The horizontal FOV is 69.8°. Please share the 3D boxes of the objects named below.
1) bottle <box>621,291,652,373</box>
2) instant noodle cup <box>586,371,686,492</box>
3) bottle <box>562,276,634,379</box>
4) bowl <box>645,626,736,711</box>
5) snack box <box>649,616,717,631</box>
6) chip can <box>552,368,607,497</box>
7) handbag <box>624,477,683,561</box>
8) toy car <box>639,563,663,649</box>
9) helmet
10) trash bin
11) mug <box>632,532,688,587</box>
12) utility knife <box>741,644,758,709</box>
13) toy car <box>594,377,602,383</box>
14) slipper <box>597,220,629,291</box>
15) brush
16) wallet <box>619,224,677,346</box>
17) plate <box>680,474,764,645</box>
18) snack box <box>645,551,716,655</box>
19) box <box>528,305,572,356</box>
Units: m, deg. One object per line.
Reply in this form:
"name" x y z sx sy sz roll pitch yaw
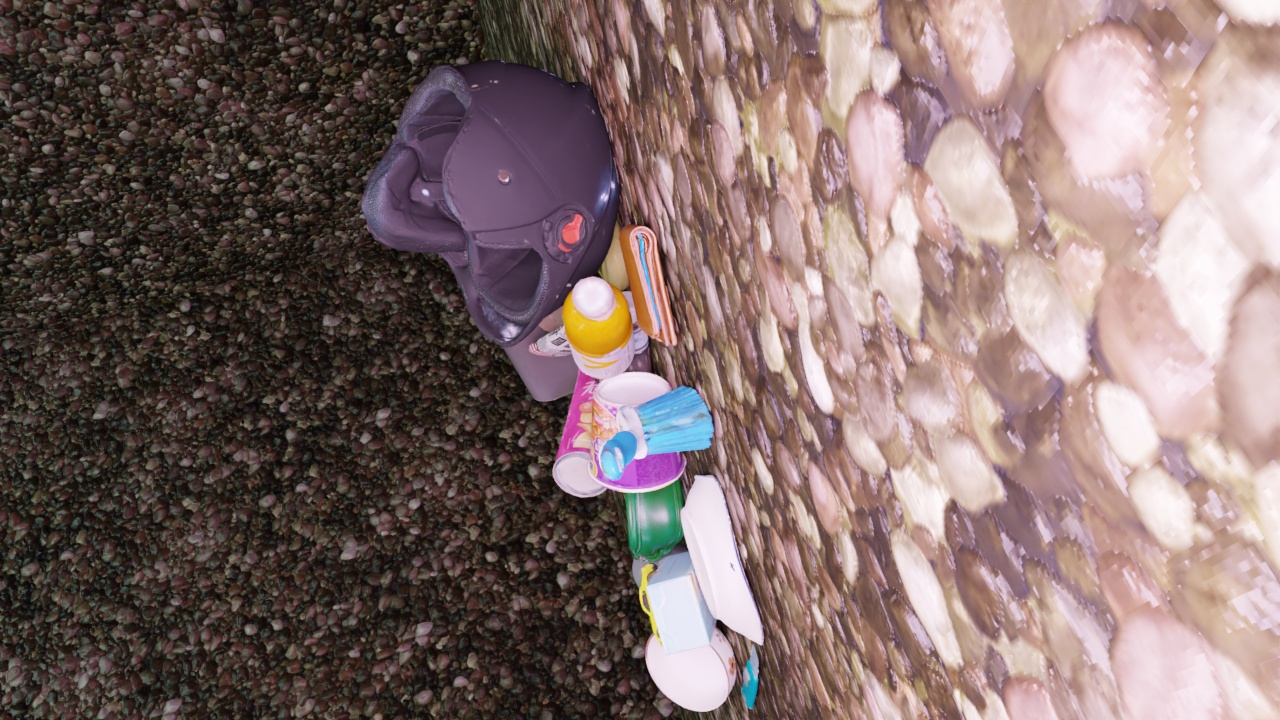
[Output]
"bottle" -0.006 0.006 1.069 0.079 0.044 0.195 -101 2 -48
"instant noodle cup" -0.007 0.072 0.991 0.111 0.111 0.099 -118 21 -63
"bottle" -0.041 -0.033 0.913 0.190 0.068 0.068 86 167 -74
"bowl" 0.069 0.356 1.105 0.062 0.114 0.113 -28 -73 -52
"snack box" 0.061 0.361 1.187 0.082 0.080 0.091 163 91 -83
"chip can" -0.057 0.074 1.140 0.210 0.071 0.071 -81 -17 -55
"handbag" 0.008 0.166 1.090 0.120 0.068 0.131 100 164 -56
"toy car" 0.020 0.287 1.059 0.048 0.032 0.105 59 -167 -57
"helmet" -0.130 -0.162 0.916 0.234 0.229 0.275 9 120 55
"trash bin" -0.126 -0.084 1.269 0.199 0.198 0.220 -115 5 -55
"mug" 0.041 0.258 1.177 0.103 0.083 0.124 -171 90 -82
"utility knife" 0.114 0.331 0.958 0.222 0.013 0.029 84 168 -57
"toy car" -0.033 -0.019 1.163 0.120 0.045 0.053 -79 -9 -50
"slipper" -0.068 -0.154 1.049 0.092 0.081 0.190 88 163 -55
"brush" 0.011 0.062 0.765 0.314 0.109 0.060 170 87 -84
"wallet" 0.006 -0.064 0.831 0.130 0.035 0.119 -122 15 -79
"plate" 0.072 0.194 0.901 0.164 0.034 0.163 117 137 -82
"snack box" 0.050 0.261 1.010 0.174 0.052 0.074 12 -117 -81
"box" -0.085 -0.028 1.105 0.164 0.075 0.081 -23 41 60
